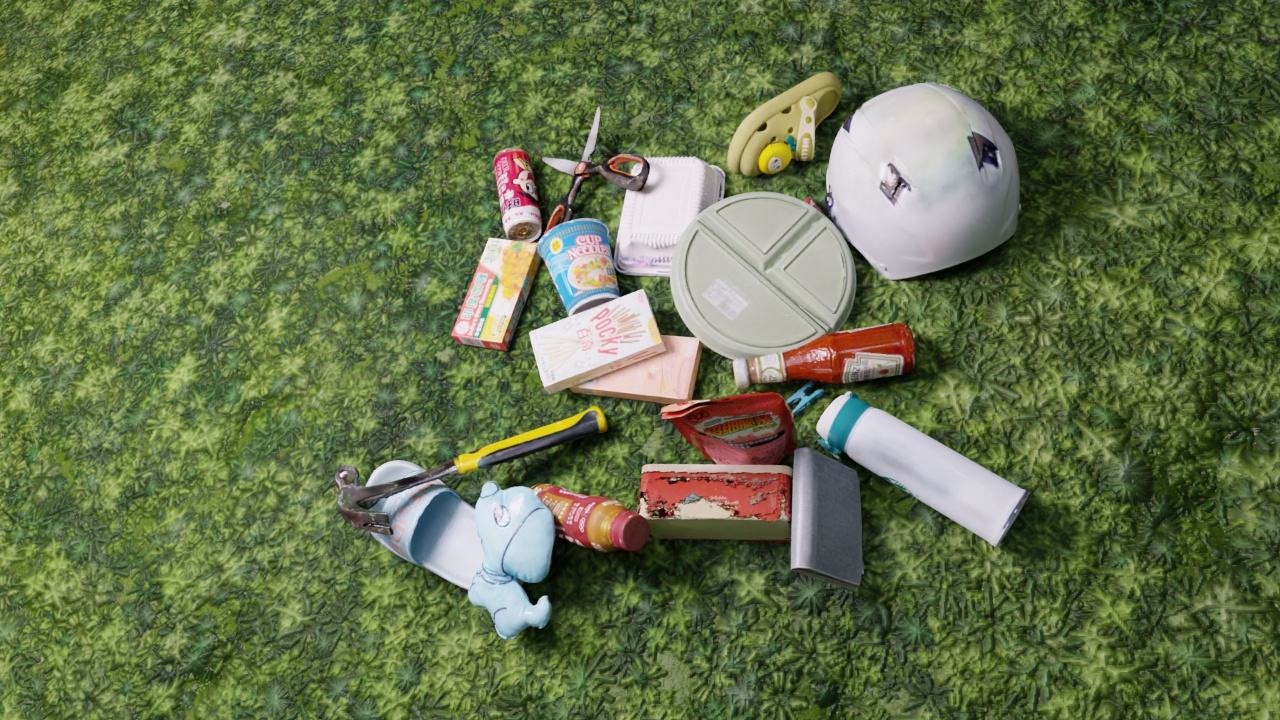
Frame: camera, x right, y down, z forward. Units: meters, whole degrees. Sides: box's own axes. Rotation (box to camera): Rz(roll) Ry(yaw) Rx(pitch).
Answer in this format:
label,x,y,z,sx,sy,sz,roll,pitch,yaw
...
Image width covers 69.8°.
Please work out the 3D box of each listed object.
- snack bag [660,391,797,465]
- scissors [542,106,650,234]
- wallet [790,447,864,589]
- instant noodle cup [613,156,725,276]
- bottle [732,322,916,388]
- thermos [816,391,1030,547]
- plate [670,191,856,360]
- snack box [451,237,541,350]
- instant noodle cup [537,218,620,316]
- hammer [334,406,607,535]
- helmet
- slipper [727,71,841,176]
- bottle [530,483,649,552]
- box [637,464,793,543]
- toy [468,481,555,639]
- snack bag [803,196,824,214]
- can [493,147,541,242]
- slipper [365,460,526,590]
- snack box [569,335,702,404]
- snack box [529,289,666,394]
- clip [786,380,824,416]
label,x,y,z,sx,sy,sz,roll,pitch,yaw
snack bag,0.105,0.077,0.976,0.129,0.208,0.073,-4,68,14
scissors,-0.073,-0.251,1.253,0.221,0.021,0.230,3,72,42
wallet,0.197,0.169,0.974,0.037,0.106,0.129,-21,53,43
instant noodle cup,0.035,-0.199,1.214,0.138,0.060,0.173,3,67,16
bottle,0.211,0.000,1.062,0.206,0.060,0.059,-9,63,5
thermos,0.296,0.113,0.990,0.224,0.073,0.073,32,76,26
plate,0.151,-0.107,1.124,0.230,0.027,0.230,-1,73,2
snack box,-0.192,-0.091,1.239,0.077,0.027,0.155,8,67,20
instant noodle cup,-0.072,-0.111,1.186,0.099,0.099,0.109,-21,69,4
hammer,-0.193,0.120,1.077,0.323,0.032,0.126,-18,32,-14
helmet,0.334,-0.240,1.105,0.229,0.146,0.258,-18,61,5
slipper,0.202,-0.303,1.206,0.190,0.092,0.081,-37,64,-9
bottle,-0.062,0.176,1.016,0.175,0.057,0.057,3,62,48
box,0.084,0.164,1.005,0.168,0.091,0.077,-2,61,14
toy,-0.140,0.212,1.011,0.161,0.049,0.156,44,101,22
snack bag,0.184,-0.171,1.180,0.104,0.026,0.048,-28,49,0
can,-0.172,-0.231,1.287,0.053,0.053,0.132,-16,62,6
slipper,-0.238,0.200,1.083,0.245,0.074,0.104,26,74,23
snack box,-0.007,0.007,1.143,0.157,0.026,0.084,6,66,17
snack box,-0.054,-0.024,1.139,0.157,0.027,0.084,-21,60,5
clip,0.189,0.046,1.079,0.057,0.014,0.046,-40,63,-8
